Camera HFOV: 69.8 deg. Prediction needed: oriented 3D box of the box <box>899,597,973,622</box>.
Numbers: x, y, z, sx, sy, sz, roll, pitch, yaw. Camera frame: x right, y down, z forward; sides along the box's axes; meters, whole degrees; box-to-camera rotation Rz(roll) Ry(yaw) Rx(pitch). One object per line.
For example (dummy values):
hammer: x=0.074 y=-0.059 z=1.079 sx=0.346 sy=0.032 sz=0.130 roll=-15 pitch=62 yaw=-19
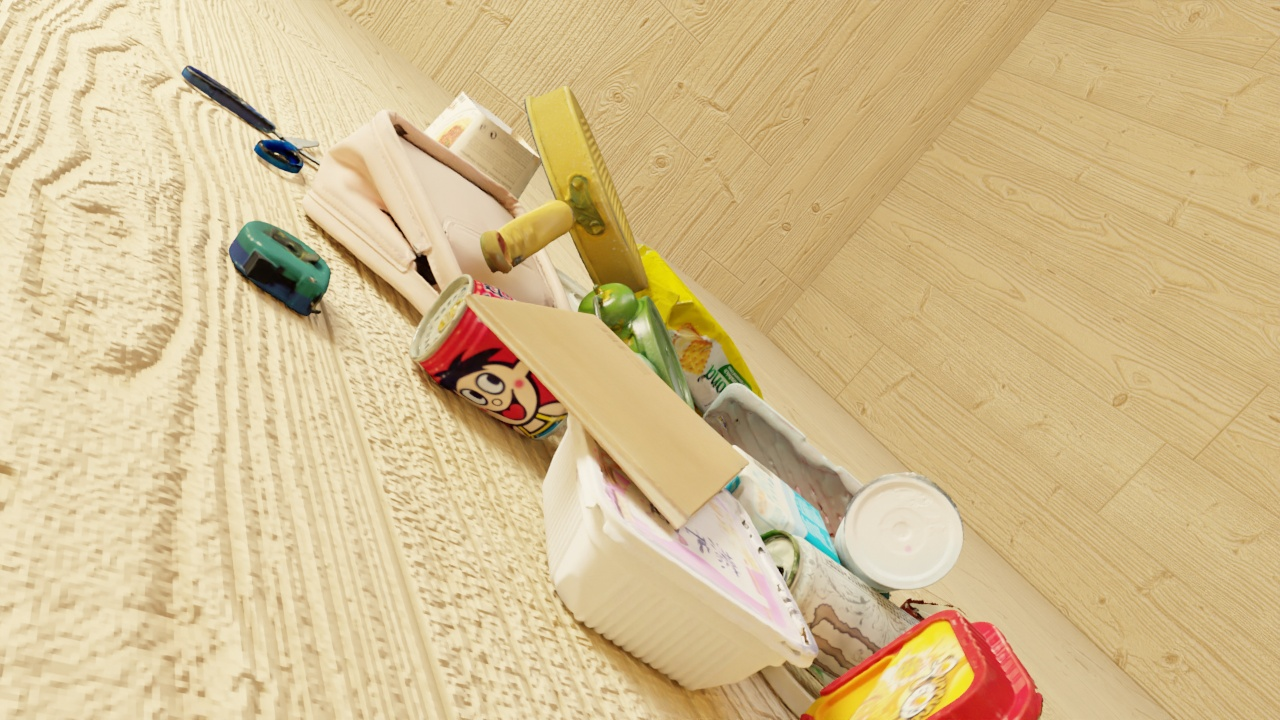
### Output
box: x=0.246 y=0.235 z=0.716 sx=0.091 sy=0.077 sz=0.168 roll=45 pitch=11 yaw=33

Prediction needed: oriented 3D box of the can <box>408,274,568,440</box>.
can: x=-0.084 y=-0.002 z=0.553 sx=0.093 sy=0.066 sz=0.066 roll=36 pitch=10 yaw=-26

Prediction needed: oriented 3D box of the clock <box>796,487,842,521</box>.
clock: x=0.148 y=0.127 z=0.903 sx=0.117 sy=0.060 sz=0.158 roll=36 pitch=8 yaw=-31

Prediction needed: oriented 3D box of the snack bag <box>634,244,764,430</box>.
snack bag: x=0.048 y=-0.018 z=0.966 sx=0.158 sy=0.068 sz=0.246 roll=49 pitch=-6 yaw=47

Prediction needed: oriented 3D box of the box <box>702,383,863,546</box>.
box: x=0.130 y=0.109 z=0.786 sx=0.201 sy=0.098 sz=0.095 roll=41 pitch=8 yaw=11

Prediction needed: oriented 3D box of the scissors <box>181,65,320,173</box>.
scissors: x=-0.294 y=-0.182 z=0.744 sx=0.162 sy=0.012 sz=0.173 roll=37 pitch=9 yaw=-14

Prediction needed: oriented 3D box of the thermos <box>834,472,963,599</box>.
thermos: x=0.168 y=0.128 z=0.629 sx=0.073 sy=0.073 sz=0.224 roll=43 pitch=-4 yaw=17

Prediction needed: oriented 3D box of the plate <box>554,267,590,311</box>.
plate: x=-0.053 y=-0.028 z=0.878 sx=0.205 sy=0.045 sz=0.204 roll=39 pitch=8 yaw=-7

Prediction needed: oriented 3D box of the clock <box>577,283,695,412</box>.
clock: x=-0.004 y=0.004 z=0.721 sx=0.161 sy=0.056 sz=0.116 roll=57 pitch=15 yaw=-58

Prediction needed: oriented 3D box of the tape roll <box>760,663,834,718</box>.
tape roll: x=0.101 y=0.191 z=0.541 sx=0.086 sy=0.014 sz=0.085 roll=39 pitch=9 yaw=-8

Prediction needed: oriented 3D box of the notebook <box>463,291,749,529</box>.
notebook: x=-0.007 y=0.021 z=0.524 sx=0.149 sy=0.012 sz=0.211 roll=45 pitch=9 yaw=10

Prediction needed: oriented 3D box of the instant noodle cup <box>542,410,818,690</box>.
instant noodle cup: x=0.006 y=0.095 z=0.477 sx=0.138 sy=0.060 sz=0.173 roll=37 pitch=11 yaw=-18

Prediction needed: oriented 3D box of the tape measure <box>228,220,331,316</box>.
tape measure: x=-0.192 y=-0.053 z=0.494 sx=0.054 sy=0.025 sz=0.058 roll=37 pitch=9 yaw=-25

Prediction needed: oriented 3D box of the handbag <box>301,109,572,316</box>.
handbag: x=-0.120 y=-0.055 z=0.673 sx=0.234 sy=0.093 sz=0.193 roll=53 pitch=13 yaw=24

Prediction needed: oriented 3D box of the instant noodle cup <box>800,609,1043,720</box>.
instant noodle cup: x=0.150 y=0.201 z=0.418 sx=0.123 sy=0.116 sz=0.116 roll=52 pitch=10 yaw=2

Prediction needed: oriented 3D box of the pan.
pan: x=-0.062 y=-0.120 z=0.740 sx=0.357 sy=0.078 sz=0.198 roll=-90 pitch=158 yaw=-76

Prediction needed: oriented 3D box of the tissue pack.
tissue pack: x=0.085 y=0.121 z=0.652 sx=0.090 sy=0.063 sz=0.140 roll=39 pitch=9 yaw=-5

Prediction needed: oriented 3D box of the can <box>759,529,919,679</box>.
can: x=0.122 y=0.159 z=0.541 sx=0.146 sy=0.058 sz=0.058 roll=37 pitch=10 yaw=-21

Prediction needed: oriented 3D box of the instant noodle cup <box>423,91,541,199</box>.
instant noodle cup: x=-0.164 y=-0.168 z=0.843 sx=0.116 sy=0.124 sz=0.116 roll=32 pitch=12 yaw=-38
